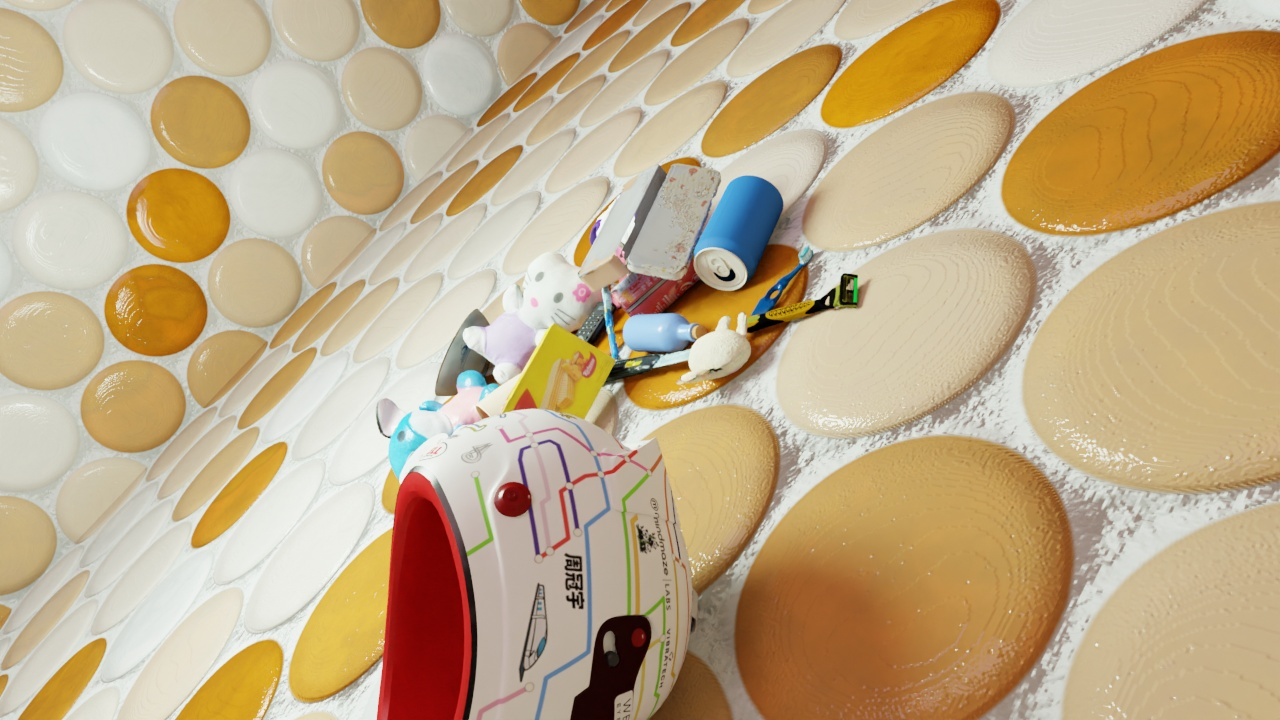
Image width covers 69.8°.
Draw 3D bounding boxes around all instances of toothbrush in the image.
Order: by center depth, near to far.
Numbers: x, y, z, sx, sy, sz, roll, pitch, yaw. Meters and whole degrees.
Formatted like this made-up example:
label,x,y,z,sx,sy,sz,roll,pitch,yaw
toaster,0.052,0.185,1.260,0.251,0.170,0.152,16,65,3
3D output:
label,x,y,z,sx,sy,sz,roll,pitch,yaw
toothbrush,0.160,-0.082,1.057,0.021,0.016,0.132,24,68,41

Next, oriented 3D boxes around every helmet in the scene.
label,x,y,z,sx,sy,sz,roll,pitch,yaw
helmet,-0.073,0.197,0.723,0.232,0.235,0.314,-16,69,56

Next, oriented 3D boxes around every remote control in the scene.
label,x,y,z,sx,sy,sz,roll,pitch,yaw
remote control,-0.082,-0.023,1.299,0.140,0.021,0.045,-56,28,-15

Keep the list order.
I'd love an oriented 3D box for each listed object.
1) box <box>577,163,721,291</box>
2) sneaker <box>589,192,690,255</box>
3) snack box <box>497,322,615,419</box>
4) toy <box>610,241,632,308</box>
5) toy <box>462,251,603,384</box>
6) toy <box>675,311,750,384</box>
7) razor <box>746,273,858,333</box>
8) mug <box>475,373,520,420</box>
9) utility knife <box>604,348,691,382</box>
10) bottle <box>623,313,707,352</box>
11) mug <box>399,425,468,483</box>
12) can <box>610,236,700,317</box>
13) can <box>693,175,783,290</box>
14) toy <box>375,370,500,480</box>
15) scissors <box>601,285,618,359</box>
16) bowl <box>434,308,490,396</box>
label,x,y,z,sx,sy,sz,roll,pitch,yaw
box,0.014,-0.180,1.201,0.157,0.071,0.215,3,46,22
sneaker,-0.013,-0.189,1.378,0.111,0.092,0.244,-47,23,-5
snack box,-0.117,0.061,1.106,0.200,0.092,0.042,-62,11,-21
toy,-0.019,-0.124,1.332,0.065,0.050,0.102,21,102,53
toy,-0.152,-0.061,1.369,0.209,0.085,0.137,-44,68,4
toy,0.083,-0.006,1.010,0.087,0.050,0.112,-10,46,56
razor,0.169,-0.055,0.996,0.144,0.021,0.044,-17,45,33
mug,-0.145,0.056,1.182,0.104,0.085,0.112,-40,2,-19
utility knife,-0.007,0.007,1.140,0.234,0.020,0.028,-13,42,49
bottle,0.033,-0.034,1.122,0.131,0.048,0.048,2,50,55
mug,-0.231,0.141,1.170,0.083,0.096,0.119,1,49,54
can,0.025,-0.105,1.219,0.124,0.066,0.066,-40,26,5
can,0.124,-0.163,1.155,0.079,0.079,0.145,-14,38,44
toy,-0.285,0.093,1.315,0.191,0.099,0.224,-43,40,-12
scissors,-0.044,-0.060,1.226,0.014,0.131,0.125,-7,51,-7
bowl,-0.267,-0.003,1.452,0.150,0.057,0.150,-167,101,-89
